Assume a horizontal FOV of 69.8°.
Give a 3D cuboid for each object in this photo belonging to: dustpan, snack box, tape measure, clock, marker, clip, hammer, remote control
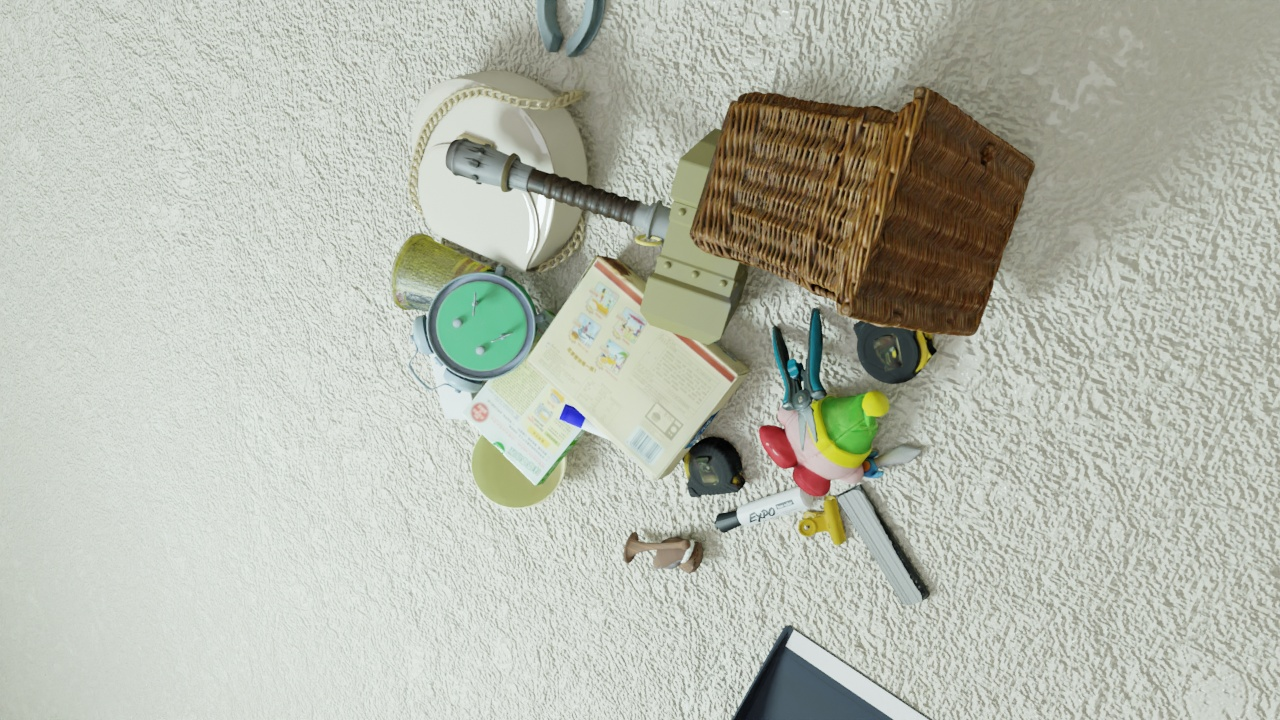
[{"bbox_3d":[0.204,0.484,1.050,0.236,0.079,0.274,30,120,21],"label":"dustpan"},{"bbox_3d":[-0.117,0.044,1.103,0.132,0.027,0.168,42,99,14],"label":"snack box"},{"bbox_3d":[0.243,-0.016,0.877,0.072,0.042,0.072,-25,94,33],"label":"tape measure"},{"bbox_3d":[-0.006,0.006,1.016,0.207,0.055,0.153,41,108,15],"label":"snack box"},{"bbox_3d":[-0.196,-0.029,1.058,0.161,0.075,0.122,-39,98,3],"label":"clock"},{"bbox_3d":[0.134,0.167,1.021,0.126,0.025,0.025,-26,91,36],"label":"marker"},{"bbox_3d":[0.192,0.175,0.983,0.046,0.035,0.053,-11,102,28],"label":"clip"},{"bbox_3d":[0.081,0.119,1.030,0.067,0.038,0.062,-9,101,35],"label":"tape measure"},{"bbox_3d":[-0.054,-0.396,0.949,0.108,0.027,0.163,20,117,25],"label":"clip"},{"bbox_3d":[-0.026,0.086,1.065,0.141,0.020,0.020,22,120,-3],"label":"marker"},{"bbox_3d":[-0.042,-0.161,0.921,0.325,0.100,0.191,19,117,8],"label":"hammer"},{"bbox_3d":[0.254,0.194,0.959,0.033,0.013,0.136,-34,85,35],"label":"remote control"}]

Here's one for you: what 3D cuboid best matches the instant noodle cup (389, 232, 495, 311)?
[{"bbox_3d":[-0.238,-0.097,1.136,0.108,0.102,0.102,18,116,18],"label":"instant noodle cup"}]

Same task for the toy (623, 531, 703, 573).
[{"bbox_3d":[0.033,0.230,1.097,0.102,0.041,0.055,-15,137,45],"label":"toy"}]

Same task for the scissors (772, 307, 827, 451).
[{"bbox_3d":[0.160,0.013,0.915,0.122,0.019,0.149,-56,40,11],"label":"scissors"}]

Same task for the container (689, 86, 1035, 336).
[{"bbox_3d":[0.177,-0.126,0.754,0.183,0.249,0.162,25,103,36],"label":"container"}]

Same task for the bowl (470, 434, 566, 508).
[{"bbox_3d":[-0.149,0.135,1.158,0.118,0.117,0.074,42,166,14],"label":"bowl"}]

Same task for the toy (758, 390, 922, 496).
[{"bbox_3d":[0.199,0.079,0.912,0.131,0.096,0.124,-42,88,16],"label":"toy"}]

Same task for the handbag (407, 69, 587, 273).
[{"bbox_3d":[-0.159,-0.219,1.045,0.211,0.103,0.209,25,126,24],"label":"handbag"}]

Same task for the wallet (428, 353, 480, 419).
[{"bbox_3d":[-0.244,0.021,1.217,0.086,0.032,0.116,2,110,44],"label":"wallet"}]
